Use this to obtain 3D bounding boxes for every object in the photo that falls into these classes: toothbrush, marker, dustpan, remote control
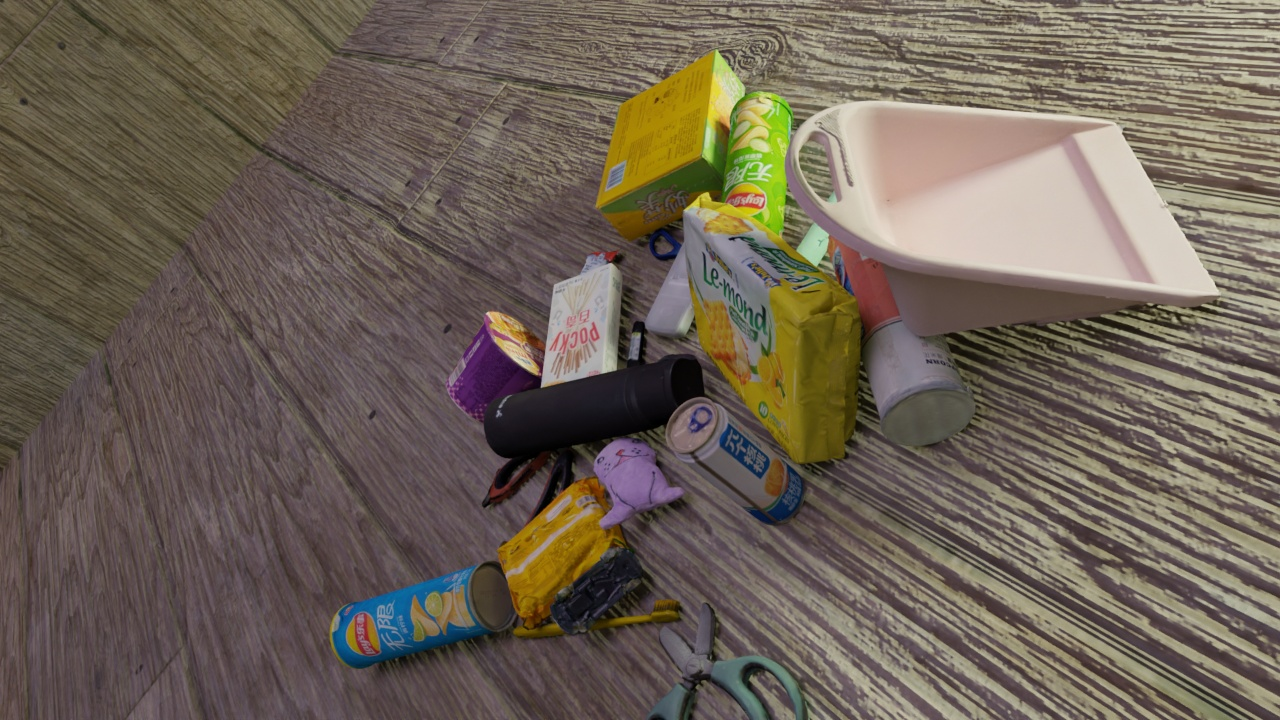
[{"bbox_3d":[-0.043,0.237,0.835,0.191,0.015,0.016,-18,42,34],"label":"toothbrush"},{"bbox_3d":[-0.006,0.006,0.990,0.018,0.015,0.123,-21,45,31],"label":"marker"},{"bbox_3d":[0.188,-0.138,0.910,0.224,0.027,0.026,-57,6,-9],"label":"toothbrush"},{"bbox_3d":[0.257,-0.131,0.684,0.274,0.139,0.222,-16,44,14],"label":"dustpan"},{"bbox_3d":[0.052,-0.087,0.991,0.056,0.020,0.135,13,72,45],"label":"remote control"}]

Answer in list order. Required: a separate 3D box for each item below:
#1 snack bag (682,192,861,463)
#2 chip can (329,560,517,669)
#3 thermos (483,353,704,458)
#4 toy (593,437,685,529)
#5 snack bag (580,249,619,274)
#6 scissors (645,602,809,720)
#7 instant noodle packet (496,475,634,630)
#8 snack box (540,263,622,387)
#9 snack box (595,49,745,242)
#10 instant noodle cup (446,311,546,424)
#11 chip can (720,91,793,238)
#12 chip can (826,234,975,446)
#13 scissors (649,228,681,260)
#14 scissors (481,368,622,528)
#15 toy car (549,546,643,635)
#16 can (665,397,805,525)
[{"bbox_3d":[0.112,-0.034,0.806,0.068,0.158,0.246,-18,37,-14],"label":"snack bag"},{"bbox_3d":[-0.225,0.263,0.945,0.211,0.071,0.071,-23,45,30],"label":"chip can"},{"bbox_3d":[-0.046,0.045,0.941,0.243,0.068,0.089,-14,26,34],"label":"thermos"},{"bbox_3d":[-0.011,0.113,0.880,0.084,0.039,0.108,-23,36,-4],"label":"toy"},{"bbox_3d":[-0.061,-0.096,1.116,0.048,0.026,0.104,0,61,47],"label":"snack bag"},{"bbox_3d":[0.045,0.282,0.711,0.181,0.019,0.170,-54,40,-4],"label":"scissors"},{"bbox_3d":[-0.073,0.182,0.884,0.128,0.044,0.110,-39,39,5],"label":"instant noodle packet"},{"bbox_3d":[-0.065,-0.032,1.038,0.085,0.027,0.156,-17,52,28],"label":"snack box"},{"bbox_3d":[0.040,-0.260,1.110,0.158,0.070,0.209,-21,42,32],"label":"snack box"},{"bbox_3d":[-0.165,0.016,1.072,0.099,0.111,0.111,-49,37,16],"label":"instant noodle cup"},{"bbox_3d":[0.122,-0.193,0.981,0.073,0.072,0.220,-17,49,34],"label":"chip can"},{"bbox_3d":[0.211,-0.035,0.766,0.071,0.071,0.214,-29,43,24],"label":"chip can"},{"bbox_3d":[0.061,-0.123,1.032,0.162,0.012,0.173,15,72,48],"label":"scissors"},{"bbox_3d":[-0.093,0.101,0.995,0.227,0.015,0.188,-36,40,17],"label":"scissors"},{"bbox_3d":[-0.038,0.205,0.818,0.090,0.034,0.043,-41,77,-7],"label":"toy car"},{"bbox_3d":[0.079,0.083,0.746,0.053,0.134,0.053,-26,43,28],"label":"can"}]
